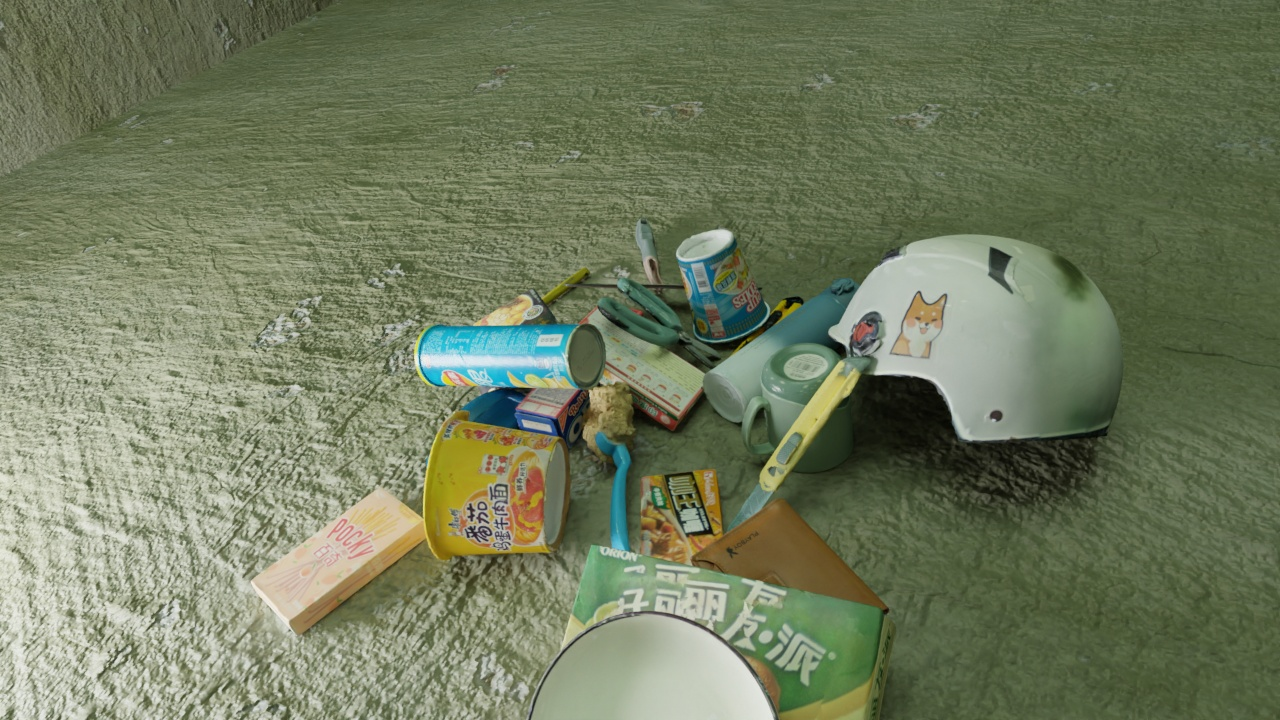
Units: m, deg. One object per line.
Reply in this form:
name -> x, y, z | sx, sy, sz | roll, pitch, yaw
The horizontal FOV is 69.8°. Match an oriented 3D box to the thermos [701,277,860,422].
thermos -> 0.166, -0.017, 1.009 | 0.220, 0.070, 0.070 | -35, 41, -25

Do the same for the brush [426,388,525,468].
brush -> -0.174, 0.078, 0.990 | 0.055, 0.074, 0.143 | 23, 47, 29

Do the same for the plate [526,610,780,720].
plate -> 0.011, 0.271, 0.630 | 0.193, 0.039, 0.192 | -7, 72, 23

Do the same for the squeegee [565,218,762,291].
squeegee -> 0.017, -0.136, 1.250 | 0.247, 0.040, 0.249 | 0, 29, -7

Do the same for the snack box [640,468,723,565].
snack box -> 0.039, 0.164, 0.841 | 0.075, 0.026, 0.153 | -8, 36, 6

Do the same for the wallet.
wallet -> 0.120, 0.186, 0.754 | 0.107, 0.031, 0.132 | -29, 54, -21

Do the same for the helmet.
helmet -> 0.317, -0.038, 0.849 | 0.229, 0.157, 0.274 | 3, 25, -32

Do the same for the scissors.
scissors -> 0.011, -0.044, 1.040 | 0.170, 0.019, 0.180 | 45, 22, 25

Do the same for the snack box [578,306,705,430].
snack box -> -0.006, 0.006, 1.010 | 0.156, 0.027, 0.076 | 33, 48, 11

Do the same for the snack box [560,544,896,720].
snack box -> 0.060, 0.221, 0.690 | 0.240, 0.063, 0.114 | 7, 69, 27

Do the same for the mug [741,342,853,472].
mug -> 0.149, 0.048, 0.893 | 0.111, 0.106, 0.082 | -20, 37, -8

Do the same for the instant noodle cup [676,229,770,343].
instant noodle cup -> 0.091, -0.091, 1.088 | 0.099, 0.110, 0.099 | -18, 29, 10

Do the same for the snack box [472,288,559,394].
snack box -> -0.154, -0.016, 1.107 | 0.125, 0.053, 0.113 | -32, 36, -6

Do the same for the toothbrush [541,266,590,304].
toothbrush -> -0.133, -0.072, 1.232 | 0.017, 0.016, 0.189 | 23, 49, 34

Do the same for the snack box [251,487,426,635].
snack box -> -0.296, 0.195, 0.911 | 0.084, 0.026, 0.156 | 23, 50, 40

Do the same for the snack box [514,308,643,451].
snack box -> -0.063, 0.018, 1.050 | 0.058, 0.057, 0.206 | 11, 42, 27

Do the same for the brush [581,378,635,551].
brush -> -0.024, 0.116, 0.900 | 0.046, 0.083, 0.254 | 14, 39, -19

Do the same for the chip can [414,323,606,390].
chip can -> -0.143, -0.004, 0.990 | 0.211, 0.071, 0.071 | 1, 37, 31

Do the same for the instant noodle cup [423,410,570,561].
instant noodle cup -> -0.130, 0.123, 0.870 | 0.110, 0.138, 0.137 | 2, 38, 8

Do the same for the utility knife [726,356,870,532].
utility knife -> 0.139, 0.082, 0.832 | 0.212, 0.022, 0.031 | -60, 40, 9

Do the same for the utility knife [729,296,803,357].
utility knife -> 0.145, -0.029, 1.079 | 0.033, 0.015, 0.170 | 14, 44, 37
